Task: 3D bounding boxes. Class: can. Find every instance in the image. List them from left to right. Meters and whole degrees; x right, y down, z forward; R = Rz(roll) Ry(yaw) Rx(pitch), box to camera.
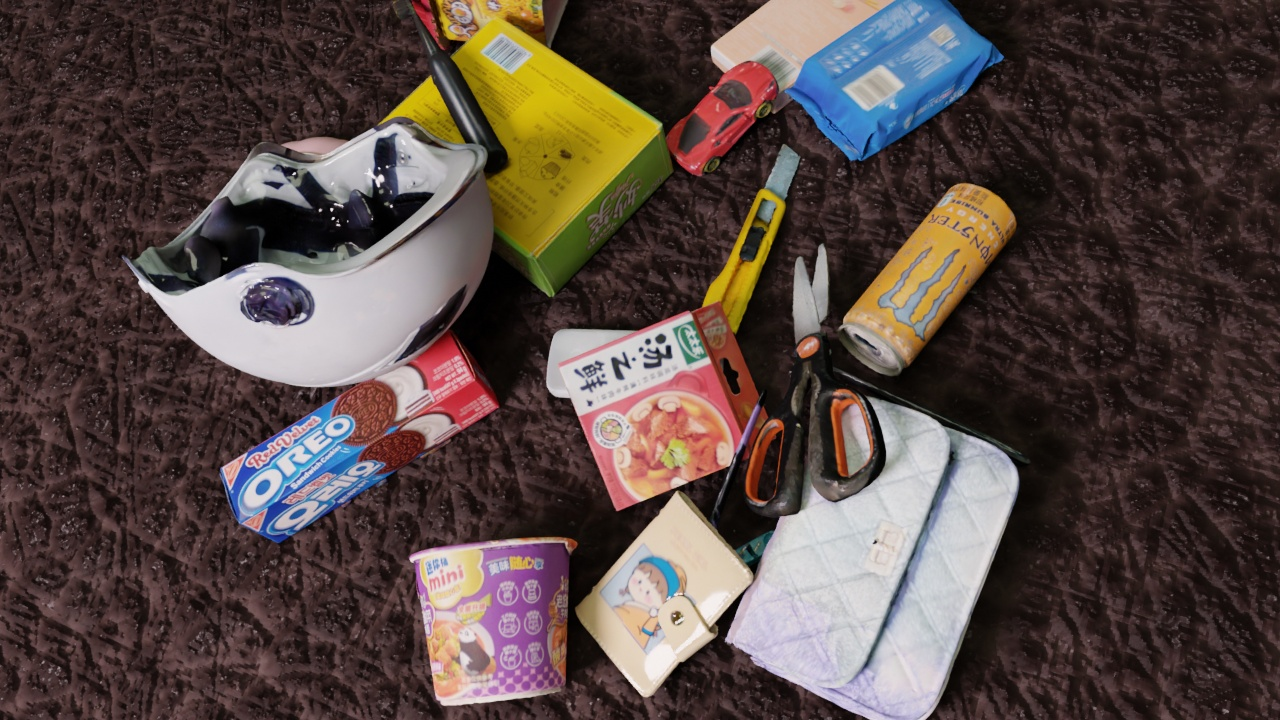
[{"bbox_3d":[0.210,-0.060,0.671,0.058,0.058,0.146,36,78,23],"label":"can"}]

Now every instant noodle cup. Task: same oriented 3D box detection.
[{"bbox_3d":[-0.135,-0.349,0.844,0.124,0.116,0.115,15,70,5],"label":"instant noodle cup"},{"bbox_3d":[-0.096,0.173,0.611,0.111,0.111,0.099,-8,72,8],"label":"instant noodle cup"}]

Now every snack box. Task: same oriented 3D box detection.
[{"bbox_3d":[-0.215,0.060,0.708,0.207,0.058,0.057,-32,62,-3],"label":"snack box"},{"bbox_3d":[-0.100,-0.176,0.778,0.210,0.070,0.157,39,79,23],"label":"snack box"},{"bbox_3d":[0.021,0.030,0.658,0.127,0.044,0.113,-23,87,2],"label":"snack box"},{"bbox_3d":[0.148,-0.291,0.801,0.157,0.026,0.084,-38,65,-6],"label":"snack box"}]

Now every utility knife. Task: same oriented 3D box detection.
[{"bbox_3d":[0.089,-0.097,0.727,0.033,0.015,0.206,19,65,11],"label":"utility knife"}]

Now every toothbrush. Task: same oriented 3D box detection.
[{"bbox_3d":[-0.163,-0.237,0.764,0.027,0.026,0.212,-27,64,-6],"label":"toothbrush"},{"bbox_3d":[0.052,0.108,0.626,0.017,0.014,0.189,23,92,29],"label":"toothbrush"},{"bbox_3d":[0.193,0.029,0.660,0.181,0.016,0.018,30,67,22],"label":"toothbrush"}]

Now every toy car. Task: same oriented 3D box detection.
[{"bbox_3d":[0.068,-0.205,0.767,0.106,0.031,0.049,-44,66,9],"label":"toy car"}]

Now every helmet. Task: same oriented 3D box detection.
[{"bbox_3d":[-0.218,-0.065,0.679,0.259,0.146,0.228,-5,37,13],"label":"helmet"}]

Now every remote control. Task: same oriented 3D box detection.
[{"bbox_3d":[-0.004,0.004,0.708,0.136,0.020,0.055,1,68,10],"label":"remote control"}]

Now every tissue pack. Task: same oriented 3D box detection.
[{"bbox_3d":[0.207,-0.234,0.750,0.157,0.052,0.095,-34,67,-4],"label":"tissue pack"}]

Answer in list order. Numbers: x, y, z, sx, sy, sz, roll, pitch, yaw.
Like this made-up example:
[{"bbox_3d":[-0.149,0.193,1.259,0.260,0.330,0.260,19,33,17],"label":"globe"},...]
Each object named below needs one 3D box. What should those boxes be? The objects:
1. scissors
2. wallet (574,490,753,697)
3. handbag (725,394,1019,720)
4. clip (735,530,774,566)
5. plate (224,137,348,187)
[{"bbox_3d":[0.107,0.009,0.646,0.163,0.021,0.233,-41,35,16],"label":"scissors"},{"bbox_3d":[0.017,0.158,0.614,0.115,0.024,0.087,-49,56,10],"label":"wallet"},{"bbox_3d":[0.153,0.124,0.593,0.134,0.075,0.193,19,71,25],"label":"handbag"},{"bbox_3d":[0.073,0.136,0.635,0.056,0.040,0.014,-30,67,-7],"label":"clip"},{"bbox_3d":[-0.306,-0.124,0.815,0.192,0.039,0.192,-4,66,10],"label":"plate"}]
